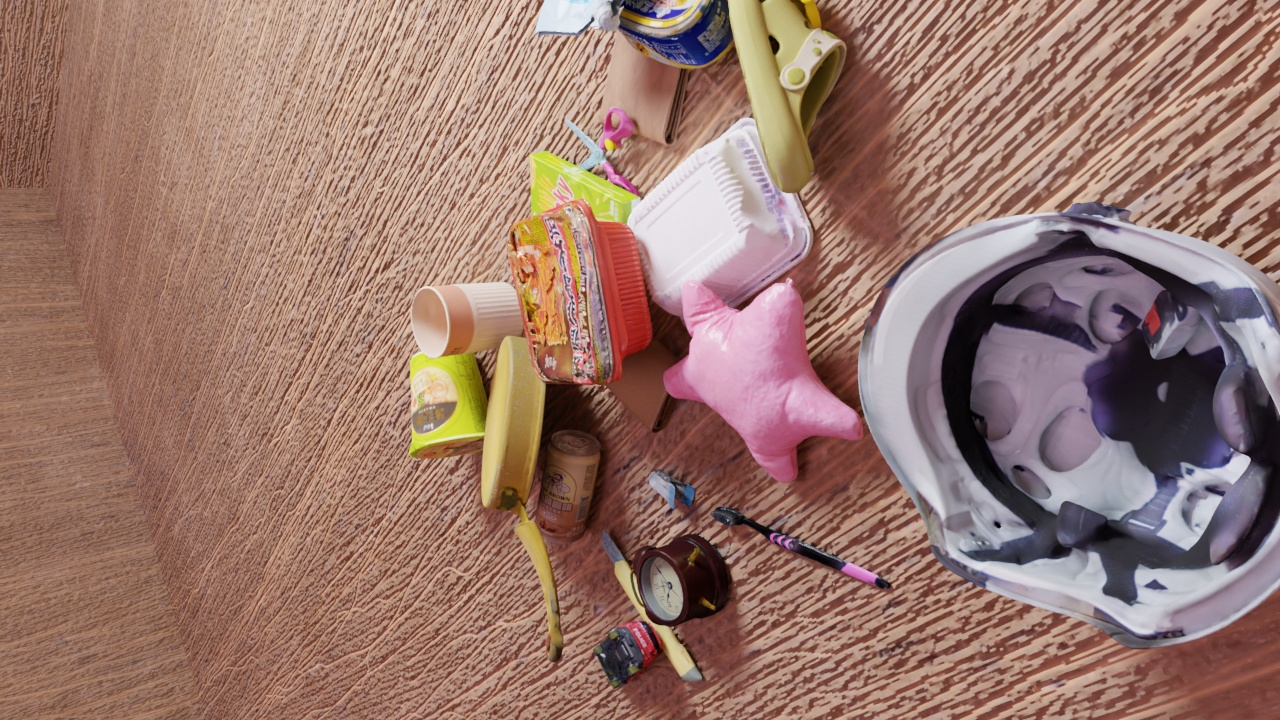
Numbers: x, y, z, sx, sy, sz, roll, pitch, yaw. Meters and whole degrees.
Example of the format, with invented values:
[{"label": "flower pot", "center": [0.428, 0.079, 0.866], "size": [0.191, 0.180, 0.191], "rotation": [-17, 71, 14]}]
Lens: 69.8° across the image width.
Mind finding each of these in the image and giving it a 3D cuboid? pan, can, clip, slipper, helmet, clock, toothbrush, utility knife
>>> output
[{"label": "pan", "center": [-0.120, 0.136, 0.966], "size": [0.198, 0.078, 0.356], "rotation": [116, 157, -52]}, {"label": "can", "center": [-0.081, 0.139, 1.009], "size": [0.058, 0.058, 0.116], "rotation": [32, 120, 40]}, {"label": "clip", "center": [0.027, 0.126, 0.918], "size": [0.058, 0.045, 0.027], "rotation": [33, 124, 51]}, {"label": "slipper", "center": [0.120, -0.224, 0.716], "size": [0.082, 0.091, 0.190], "rotation": [-11, 77, 9]}, {"label": "helmet", "center": [0.270, 0.025, 0.536], "size": [0.259, 0.145, 0.229], "rotation": [28, 116, 51]}, {"label": "clock", "center": [0.032, 0.218, 0.902], "size": [0.122, 0.055, 0.082], "rotation": [-24, 80, 49]}, {"label": "can", "center": [0.021, -0.305, 0.797], "size": [0.074, 0.049, 0.148], "rotation": [-53, 48, 5]}, {"label": "toothbrush", "center": [0.134, 0.163, 0.808], "size": [0.189, 0.017, 0.014], "rotation": [17, 108, 44]}, {"label": "utility knife", "center": [0.005, 0.259, 0.966], "size": [0.188, 0.020, 0.031], "rotation": [51, 127, 21]}]

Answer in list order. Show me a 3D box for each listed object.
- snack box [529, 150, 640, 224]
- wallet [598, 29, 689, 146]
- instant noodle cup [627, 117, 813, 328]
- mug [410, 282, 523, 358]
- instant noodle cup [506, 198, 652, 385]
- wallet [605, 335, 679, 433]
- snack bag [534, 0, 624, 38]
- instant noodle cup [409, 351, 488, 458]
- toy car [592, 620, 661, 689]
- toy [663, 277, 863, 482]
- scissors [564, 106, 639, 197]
[{"label": "snack box", "center": [-0.060, -0.151, 0.944], "size": [0.156, 0.026, 0.086], "rotation": [35, 134, 39]}, {"label": "wallet", "center": [0.005, -0.270, 0.868], "size": [0.101, 0.020, 0.115], "rotation": [31, 116, 41]}, {"label": "instant noodle cup", "center": [0.056, -0.116, 0.811], "size": [0.174, 0.060, 0.138], "rotation": [-35, 71, 44]}, {"label": "mug", "center": [-0.211, -0.053, 1.081], "size": [0.115, 0.105, 0.082], "rotation": [23, 113, 44]}, {"label": "instant noodle cup", "center": [-0.056, -0.061, 0.861], "size": [0.189, 0.079, 0.164], "rotation": [0, 101, 60]}, {"label": "wallet", "center": [-0.005, 0.005, 0.922], "size": [0.115, 0.033, 0.090], "rotation": [45, 130, 32]}, {"label": "snack bag", "center": [-0.023, -0.366, 0.802], "size": [0.110, 0.039, 0.191], "rotation": [22, 83, 35]}, {"label": "instant noodle cup", "center": [-0.239, 0.050, 1.139], "size": [0.112, 0.111, 0.123], "rotation": [-27, 69, 47]}, {"label": "toy car", "center": [-0.013, 0.311, 0.975], "size": [0.053, 0.045, 0.121], "rotation": [61, 149, 18]}, {"label": "toy", "center": [0.104, 0.011, 0.764], "size": [0.194, 0.074, 0.179], "rotation": [38, 136, 25]}, {"label": "scissors", "center": [-0.036, -0.200, 0.920], "size": [0.134, 0.017, 0.131], "rotation": [-22, 94, 59]}]
